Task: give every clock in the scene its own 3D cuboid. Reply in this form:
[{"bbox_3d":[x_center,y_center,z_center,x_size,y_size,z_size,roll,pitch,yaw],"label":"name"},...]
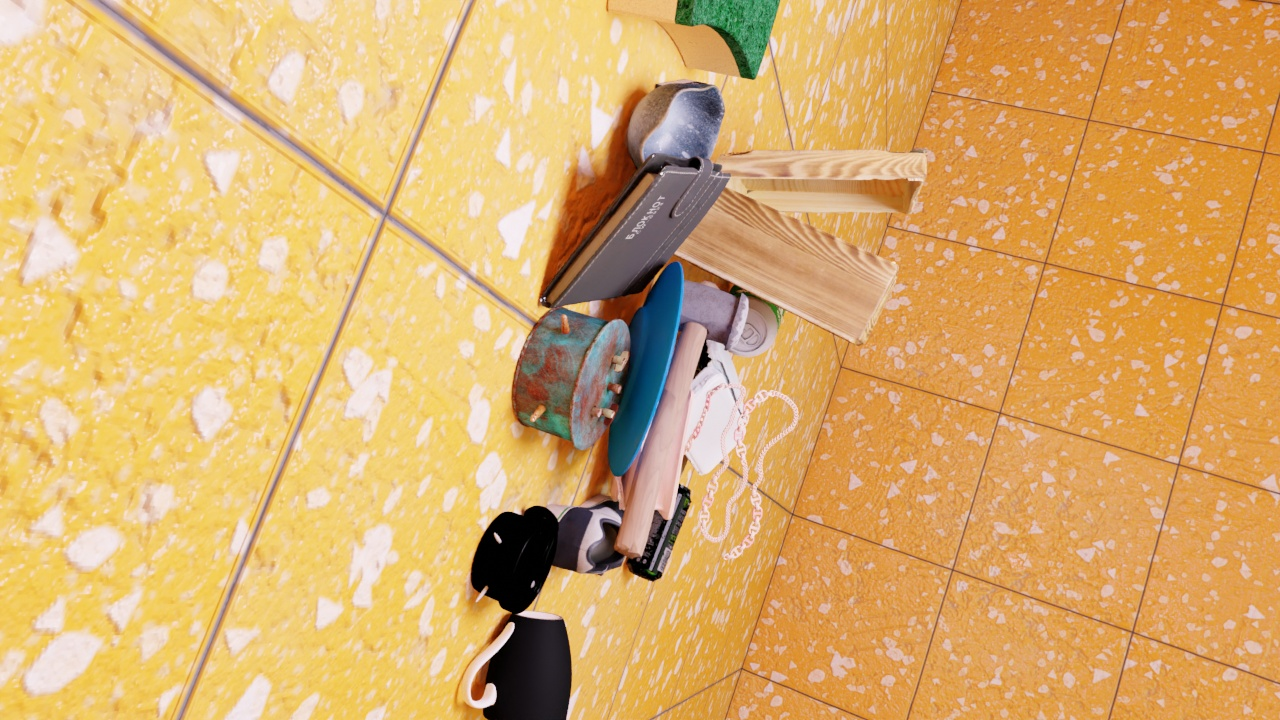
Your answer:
[{"bbox_3d":[-0.049,0.017,0.840,0.157,0.073,0.121,16,91,-73],"label":"clock"},{"bbox_3d":[-0.112,0.183,0.853,0.120,0.042,0.091,1,106,-71],"label":"clock"}]

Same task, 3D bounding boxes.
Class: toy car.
[{"bbox_3d":[0.077,-0.022,1.235,0.048,0.030,0.107,-47,146,-50],"label":"toy car"}]

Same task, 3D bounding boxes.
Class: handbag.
[{"bbox_3d":[0.059,0.108,1.053,0.116,0.187,0.199,-131,-131,-73],"label":"handbag"}]

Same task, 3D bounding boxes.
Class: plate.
[{"bbox_3d":[-0.005,0.005,0.924,0.224,0.024,0.224,-165,-89,-81],"label":"plate"}]

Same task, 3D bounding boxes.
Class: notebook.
[{"bbox_3d":[0.006,-0.119,0.846,0.170,0.029,0.208,-49,172,21],"label":"notebook"}]

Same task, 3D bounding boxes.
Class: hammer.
[{"bbox_3d":[0.030,0.047,0.932,0.052,0.098,0.327,103,6,-57],"label":"hammer"}]

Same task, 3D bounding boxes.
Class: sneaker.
[{"bbox_3d":[-0.040,0.199,1.017,0.235,0.079,0.084,23,84,-72],"label":"sneaker"}]

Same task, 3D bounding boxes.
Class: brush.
[{"bbox_3d":[0.067,-0.375,0.816,0.249,0.075,0.195,-14,119,-69],"label":"brush"}]

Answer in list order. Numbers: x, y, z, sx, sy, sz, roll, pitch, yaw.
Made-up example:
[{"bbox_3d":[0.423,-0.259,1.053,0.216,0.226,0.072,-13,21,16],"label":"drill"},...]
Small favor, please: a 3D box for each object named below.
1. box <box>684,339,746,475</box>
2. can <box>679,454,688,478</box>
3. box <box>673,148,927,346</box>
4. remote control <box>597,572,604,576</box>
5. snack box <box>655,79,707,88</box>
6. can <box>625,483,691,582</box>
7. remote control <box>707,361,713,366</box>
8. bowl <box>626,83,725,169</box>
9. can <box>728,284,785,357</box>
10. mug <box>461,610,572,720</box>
[{"bbox_3d":[0.097,0.045,1.188,0.185,0.084,0.211,-65,155,-21],"label":"box"},{"bbox_3d":[0.040,0.119,1.234,0.086,0.043,0.086,18,89,-72],"label":"can"},{"bbox_3d":[0.195,-0.166,1.105,0.221,0.259,0.278,-66,167,8],"label":"box"},{"bbox_3d":[-0.028,0.217,1.179,0.046,0.009,0.124,82,31,-53],"label":"remote control"},{"bbox_3d":[0.032,-0.209,0.943,0.080,0.025,0.148,-39,142,-59],"label":"snack box"},{"bbox_3d":[0.027,0.239,1.286,0.054,0.054,0.137,63,47,-64],"label":"can"},{"bbox_3d":[0.098,-0.033,1.315,0.136,0.011,0.050,76,36,-57],"label":"remote control"},{"bbox_3d":[0.024,-0.214,0.850,0.110,0.055,0.110,-38,152,-25],"label":"bowl"},{"bbox_3d":[0.159,-0.066,1.314,0.139,0.088,0.088,-55,156,-63],"label":"can"},{"bbox_3d":[-0.121,0.300,0.899,0.118,0.085,0.100,14,79,-42],"label":"mug"}]
